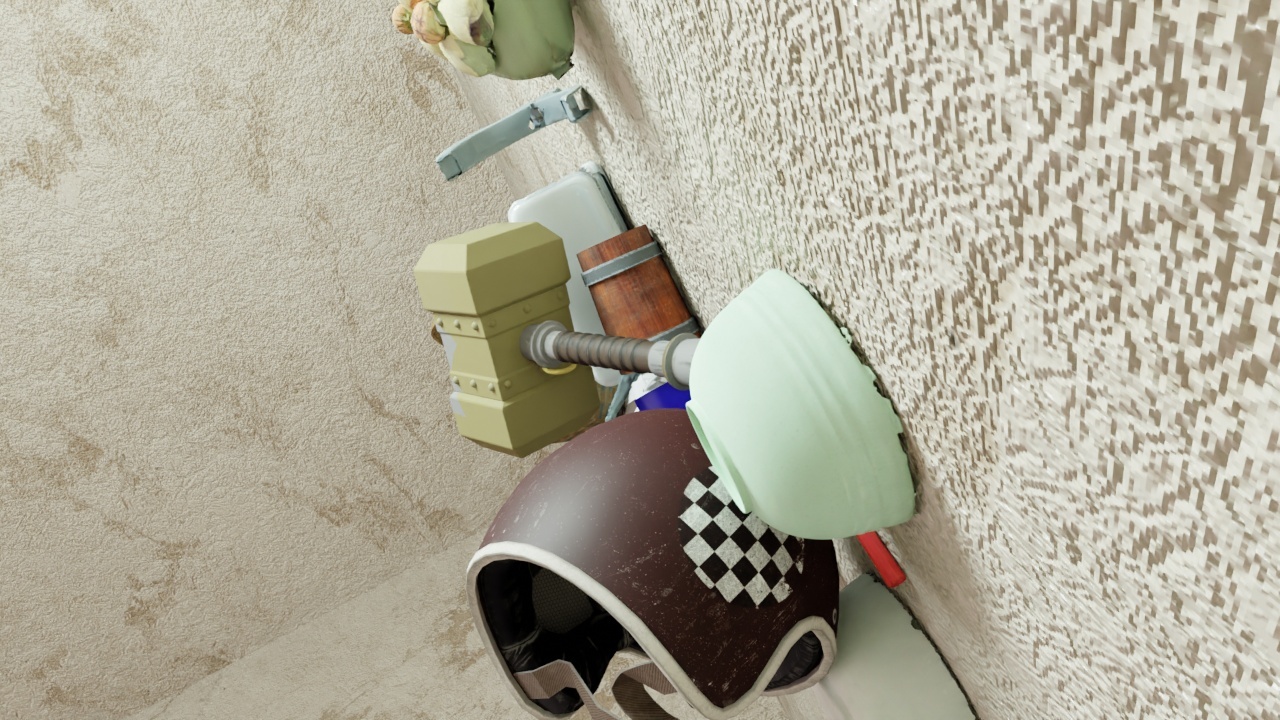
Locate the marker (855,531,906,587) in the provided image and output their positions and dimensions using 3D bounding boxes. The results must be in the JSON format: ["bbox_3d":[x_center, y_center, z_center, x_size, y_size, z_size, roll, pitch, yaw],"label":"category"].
[{"bbox_3d":[0.124,0.081,0.586,0.142,0.013,0.013,60,175,30],"label":"marker"}]

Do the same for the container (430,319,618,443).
[{"bbox_3d":[-0.129,-0.033,1.009,0.158,0.186,0.249,143,132,-59],"label":"container"}]

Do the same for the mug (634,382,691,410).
[{"bbox_3d":[0.056,0.049,0.803,0.083,0.079,0.111,62,147,3],"label":"mug"}]

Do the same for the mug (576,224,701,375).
[{"bbox_3d":[-0.006,-0.055,0.815,0.117,0.081,0.111,-153,39,-82],"label":"mug"}]

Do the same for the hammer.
[{"bbox_3d":[-0.034,-0.009,0.718,0.325,0.100,0.190,8,116,47],"label":"hammer"}]

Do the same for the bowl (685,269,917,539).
[{"bbox_3d":[0.073,0.034,0.488,0.151,0.077,0.151,62,176,7],"label":"bowl"}]

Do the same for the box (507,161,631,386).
[{"bbox_3d":[-0.045,-0.082,0.917,0.211,0.105,0.130,64,179,-12],"label":"box"}]

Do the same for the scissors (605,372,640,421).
[{"bbox_3d":[-0.006,0.005,0.896,0.055,0.136,0.015,24,-164,-3],"label":"scissors"}]

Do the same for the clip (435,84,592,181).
[{"bbox_3d":[-0.119,-0.197,0.803,0.031,0.164,0.169,65,178,-19],"label":"clip"}]

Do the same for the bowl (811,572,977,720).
[{"bbox_3d":[0.164,0.230,0.624,0.153,0.073,0.153,61,174,11],"label":"bowl"}]

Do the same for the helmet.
[{"bbox_3d":[0.013,0.154,0.586,0.234,0.252,0.234,-28,98,50],"label":"helmet"}]

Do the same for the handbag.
[{"bbox_3d":[-0.120,-0.262,0.635,0.186,0.117,0.113,55,171,46],"label":"handbag"}]

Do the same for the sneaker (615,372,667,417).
[{"bbox_3d":[0.016,0.031,0.990,0.293,0.111,0.116,-115,18,-56],"label":"sneaker"}]
